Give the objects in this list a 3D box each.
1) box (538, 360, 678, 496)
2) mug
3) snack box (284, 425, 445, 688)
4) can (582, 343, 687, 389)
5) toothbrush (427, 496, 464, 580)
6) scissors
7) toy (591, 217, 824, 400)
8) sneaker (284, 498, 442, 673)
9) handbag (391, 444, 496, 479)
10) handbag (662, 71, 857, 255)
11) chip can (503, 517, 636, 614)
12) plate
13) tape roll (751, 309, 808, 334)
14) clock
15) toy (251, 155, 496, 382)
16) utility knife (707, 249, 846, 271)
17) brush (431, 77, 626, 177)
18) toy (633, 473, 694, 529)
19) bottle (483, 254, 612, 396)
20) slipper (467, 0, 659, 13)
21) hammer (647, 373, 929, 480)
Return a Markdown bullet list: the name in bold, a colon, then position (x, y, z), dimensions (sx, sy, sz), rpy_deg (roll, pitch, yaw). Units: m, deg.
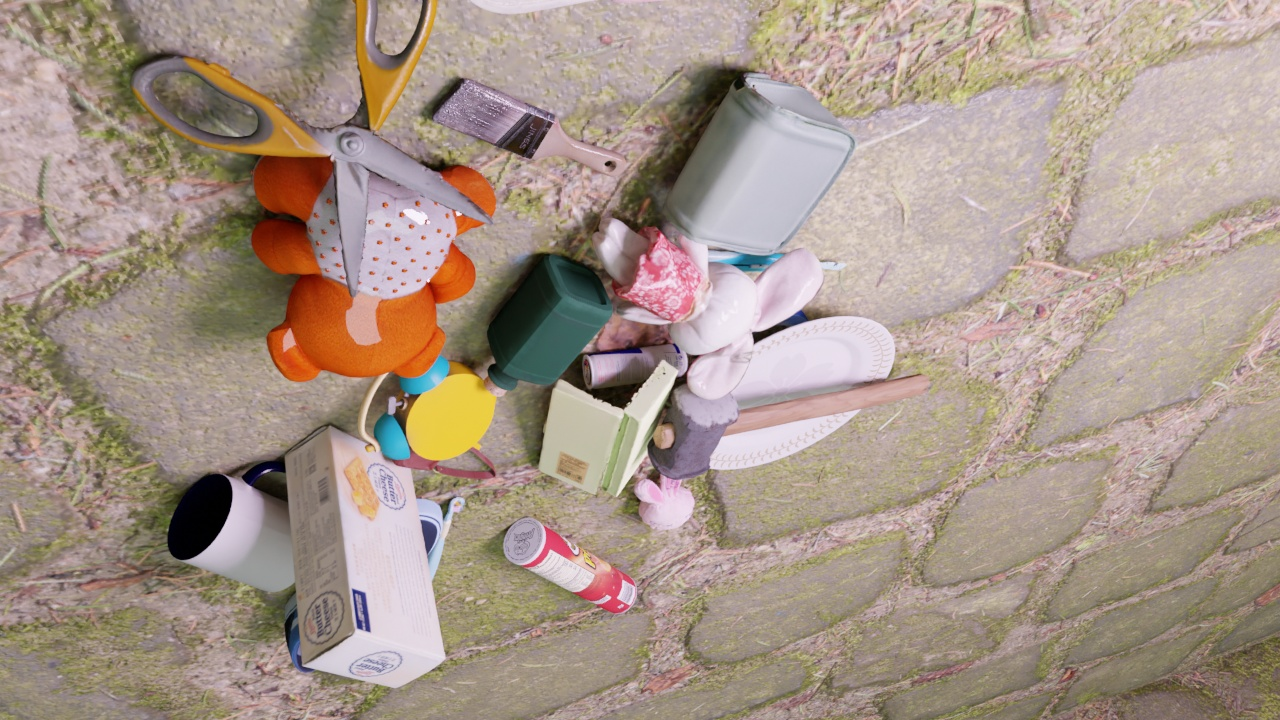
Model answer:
- **box**: position (-0.029, 0.074, 0.866), dimensions (0.127, 0.066, 0.188), rpy_deg (-7, 152, -15)
- **mug**: position (-0.343, 0.142, 0.820), dimensions (0.112, 0.079, 0.097), rpy_deg (-54, 139, -7)
- **snack box**: position (-0.237, 0.165, 0.782), dimensions (0.057, 0.207, 0.104), rpy_deg (-34, 140, 13)
- **can**: position (-0.005, 0.005, 0.850), dimensions (0.095, 0.032, 0.032), rpy_deg (-7, 138, -18)
- **toothbrush**: position (-0.215, 0.199, 0.982), dimensions (0.022, 0.016, 0.155), rpy_deg (-38, 160, -50)
- **scissors**: position (-0.190, -0.150, 0.550), dimensions (0.229, 0.016, 0.225), rpy_deg (9, 107, -7)
- **toy**: position (0.043, -0.053, 0.754), dimensions (0.194, 0.084, 0.159), rpy_deg (25, 111, -27)
- **sneaker**: position (-0.277, 0.240, 0.934), dimensions (0.242, 0.098, 0.083), rpy_deg (-42, 137, 22)
- **handbag**: position (-0.179, 0.094, 0.877), dimensions (0.055, 0.029, 0.119), rpy_deg (-39, 143, 13)
- **handbag**: position (0.087, -0.149, 0.693), dimensions (0.106, 0.067, 0.122), rpy_deg (1, 136, -38)
- **chip can**: position (-0.076, 0.244, 1.070), dimensions (0.052, 0.051, 0.214), rpy_deg (-32, 140, 11)
- **plate**: position (0.147, 0.035, 0.942), dimensions (0.242, 0.016, 0.243), rpy_deg (-16, 145, -12)
- **tape roll**: position (0.122, -0.018, 0.896), dimensions (0.091, 0.016, 0.093), rpy_deg (-34, 139, 13)
- **clock**: position (-0.179, 0.041, 0.787), dimensions (0.129, 0.044, 0.099), rpy_deg (15, 105, -46)
- **toy**: position (-0.192, -0.064, 0.650), dimensions (0.163, 0.093, 0.173), rpy_deg (1, 122, -30)
- **utility knife**: position (0.117, -0.089, 0.816), dimensions (0.161, 0.015, 0.022), rpy_deg (-2, 138, -23)
- **brush**: position (-0.072, -0.159, 0.650), dimensions (0.151, 0.012, 0.039), rpy_deg (15, 127, -37)
- **toy**: position (0.027, 0.157, 1.026), dimensions (0.063, 0.047, 0.110), rpy_deg (-27, 138, -8)
- **bottle**: position (-0.087, -0.019, 0.761), dimensions (0.061, 0.061, 0.131), rpy_deg (17, 126, -41)
- **slipper**: position (0.013, -0.264, 0.540), dimensions (0.274, 0.054, 0.114), rpy_deg (-13, 140, -16)
- **hammer**: position (0.160, 0.049, 0.918), dimensions (0.327, 0.052, 0.098), rpy_deg (-8, 142, -27)
